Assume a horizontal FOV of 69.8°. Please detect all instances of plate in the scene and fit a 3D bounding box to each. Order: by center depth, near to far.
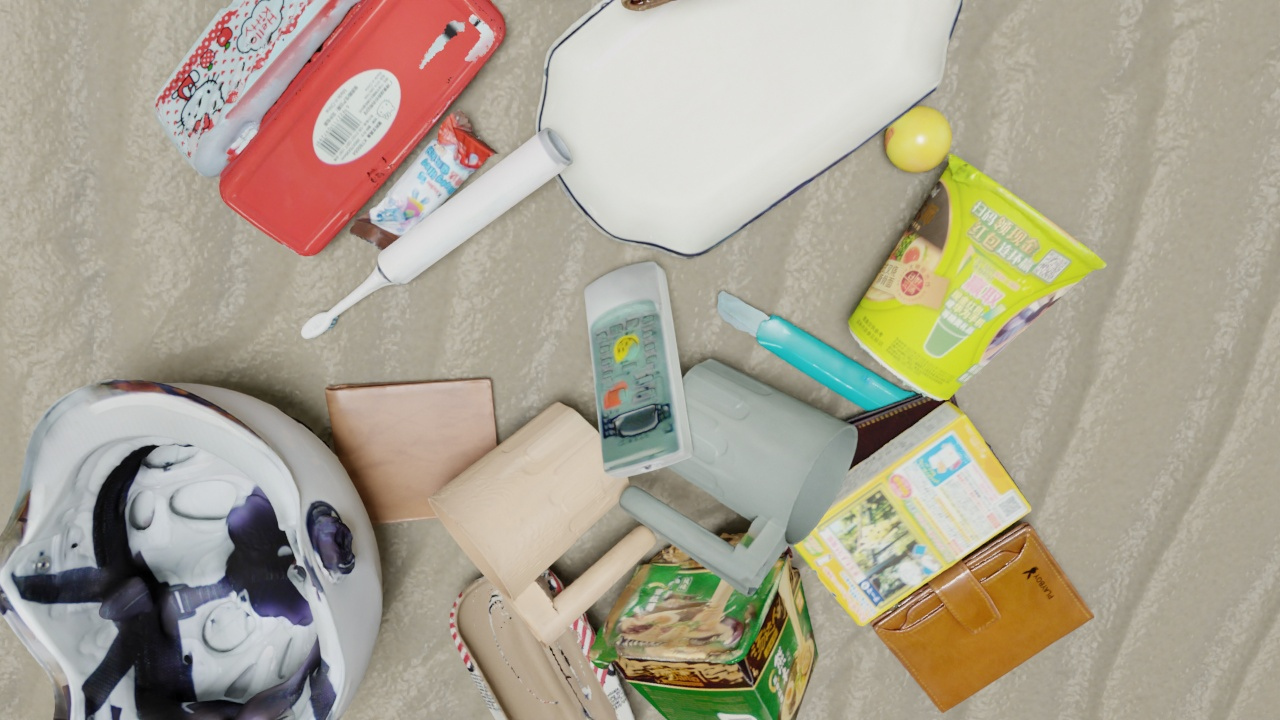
[{"bbox_3d":[0.063,-0.180,0.564,0.266,0.034,0.162,-36,100,9],"label":"plate"}]

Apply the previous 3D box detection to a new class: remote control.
[{"bbox_3d":[-0.003,0.003,0.574,0.056,0.019,0.135,-19,63,24],"label":"remote control"}]

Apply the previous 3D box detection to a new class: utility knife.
[{"bbox_3d":[0.129,0.004,0.619,0.185,0.013,0.029,30,106,-10],"label":"utility knife"}]

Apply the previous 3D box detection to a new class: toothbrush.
[{"bbox_3d":[-0.136,-0.073,0.581,0.221,0.026,0.026,-32,87,19],"label":"toothbrush"}]

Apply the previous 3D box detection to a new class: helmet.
[{"bbox_3d":[-0.263,0.129,0.588,0.229,0.145,0.258,-11,95,14],"label":"helmet"}]

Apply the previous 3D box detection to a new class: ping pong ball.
[{"bbox_3d":[0.172,-0.137,0.570,0.040,0.040,0.040,0,104,1],"label":"ping pong ball"}]

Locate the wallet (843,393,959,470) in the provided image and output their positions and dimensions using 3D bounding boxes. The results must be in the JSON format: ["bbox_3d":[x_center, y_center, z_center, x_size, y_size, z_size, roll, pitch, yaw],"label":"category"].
[{"bbox_3d":[0.185,0.086,0.632,0.096,0.020,0.122,-22,108,4],"label":"wallet"}]

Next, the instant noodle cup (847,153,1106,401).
[{"bbox_3d":[0.195,-0.044,0.564,0.111,0.111,0.124,33,109,-7],"label":"instant noodle cup"}]

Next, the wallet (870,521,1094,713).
[{"bbox_3d":[0.237,0.178,0.650,0.131,0.035,0.119,-37,115,10],"label":"wallet"}]

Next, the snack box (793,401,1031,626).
[{"bbox_3d":[0.175,0.103,0.610,0.140,0.033,0.087,-38,104,6],"label":"snack box"}]

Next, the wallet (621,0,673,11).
[{"bbox_3d":[0.023,-0.263,0.518,0.090,0.033,0.115,-9,80,16],"label":"wallet"}]

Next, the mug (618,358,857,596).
[{"bbox_3d":[0.059,0.069,0.572,0.103,0.084,0.123,29,66,28],"label":"mug"}]

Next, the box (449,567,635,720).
[{"bbox_3d":[-0.069,0.223,0.646,0.086,0.076,0.162,-33,106,-23],"label":"box"}]

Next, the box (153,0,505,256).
[{"bbox_3d":[-0.195,-0.179,0.557,0.157,0.069,0.201,43,100,-5],"label":"box"}]

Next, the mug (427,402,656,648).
[{"bbox_3d":[-0.059,0.105,0.595,0.103,0.084,0.124,-39,101,-20],"label":"mug"}]

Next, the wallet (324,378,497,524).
[{"bbox_3d":[-0.155,0.063,0.638,0.115,0.020,0.101,-3,105,0],"label":"wallet"}]

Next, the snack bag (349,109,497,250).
[{"bbox_3d":[-0.137,-0.111,0.585,0.105,0.026,0.045,-45,144,11],"label":"snack bag"}]

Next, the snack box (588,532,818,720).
[{"bbox_3d":[0.056,0.192,0.608,0.118,0.117,0.105,-12,116,36],"label":"snack box"}]
